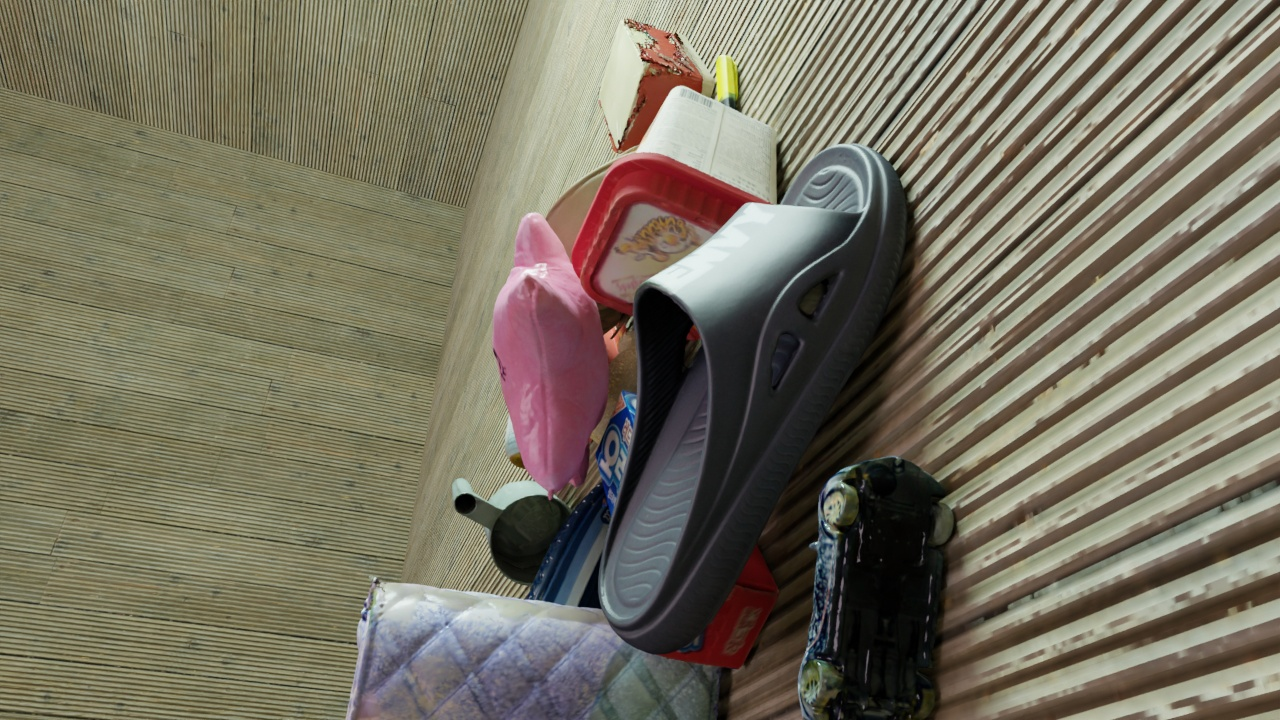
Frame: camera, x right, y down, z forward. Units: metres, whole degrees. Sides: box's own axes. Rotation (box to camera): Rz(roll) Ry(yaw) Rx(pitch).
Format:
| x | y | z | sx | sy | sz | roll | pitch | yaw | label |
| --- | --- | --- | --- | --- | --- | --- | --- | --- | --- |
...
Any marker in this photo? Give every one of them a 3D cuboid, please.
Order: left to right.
| x | y | z | sx | sy | sz | roll | pitch | yaw | label |
| --- | --- | --- | --- | --- | --- | --- | --- | --- | --- |
| 0.066 | -0.177 | 0.672 | 0.018 | 0.015 | 0.124 | 125 | 149 | -55 | marker |

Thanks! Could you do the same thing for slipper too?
| x | y | z | sx | sy | sz | roll | pitch | yaw | label |
| --- | --- | --- | --- | --- | --- | --- | --- | --- | --- |
| -0.042 | 0.191 | 0.591 | 0.252 | 0.095 | 0.105 | -62 | 1 | -31 | slipper |
| 0.036 | 0.002 | 0.432 | 0.268 | 0.083 | 0.111 | -64 | 22 | -8 | slipper |

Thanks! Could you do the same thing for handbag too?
| x | y | z | sx | sy | sz | roll | pitch | yaw | label |
| --- | --- | --- | --- | --- | --- | --- | --- | --- | --- |
| -0.061 | 0.196 | 0.488 | 0.076 | 0.193 | 0.134 | 150 | 131 | -72 | handbag |
| -0.028 | -0.081 | 0.744 | 0.147 | 0.100 | 0.205 | -44 | -2 | -28 | handbag |

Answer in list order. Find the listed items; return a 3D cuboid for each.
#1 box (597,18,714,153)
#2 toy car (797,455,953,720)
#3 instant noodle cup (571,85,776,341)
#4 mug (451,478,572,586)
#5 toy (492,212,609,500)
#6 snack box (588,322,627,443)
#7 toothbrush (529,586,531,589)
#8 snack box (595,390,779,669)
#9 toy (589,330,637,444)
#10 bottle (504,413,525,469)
| x | y | z | sx | sy | sz | roll | pitch | yaw | label |
| --- | --- | --- | --- | --- | --- | --- | --- | --- | --- |
| 0.002 | -0.244 | 0.817 | 0.168 | 0.079 | 0.091 | -104 | 30 | -56 | box |
| 0.085 | 0.088 | 0.341 | 0.031 | 0.049 | 0.105 | 160 | 122 | -69 | toy car |
| 0.031 | -0.096 | 0.573 | 0.117 | 0.116 | 0.124 | 122 | 167 | -50 | instant noodle cup |
| -0.123 | 0.150 | 0.869 | 0.083 | 0.124 | 0.103 | -60 | 12 | -6 | mug |
| -0.058 | 0.005 | 0.596 | 0.195 | 0.074 | 0.178 | 84 | 180 | -54 | toy |
| -0.058 | -0.004 | 0.879 | 0.113 | 0.044 | 0.127 | -106 | 31 | -49 | snack box |
| -0.084 | 0.222 | 0.873 | 0.189 | 0.014 | 0.016 | 157 | 117 | -70 | toothbrush |
| 0.018 | 0.091 | 0.550 | 0.207 | 0.057 | 0.058 | -113 | 41 | -64 | snack box |
| -0.004 | 0.004 | 0.674 | 0.105 | 0.066 | 0.158 | 56 | 141 | 46 | toy |
| -0.102 | 0.022 | 0.985 | 0.068 | 0.068 | 0.189 | 131 | 148 | -58 | bottle |
